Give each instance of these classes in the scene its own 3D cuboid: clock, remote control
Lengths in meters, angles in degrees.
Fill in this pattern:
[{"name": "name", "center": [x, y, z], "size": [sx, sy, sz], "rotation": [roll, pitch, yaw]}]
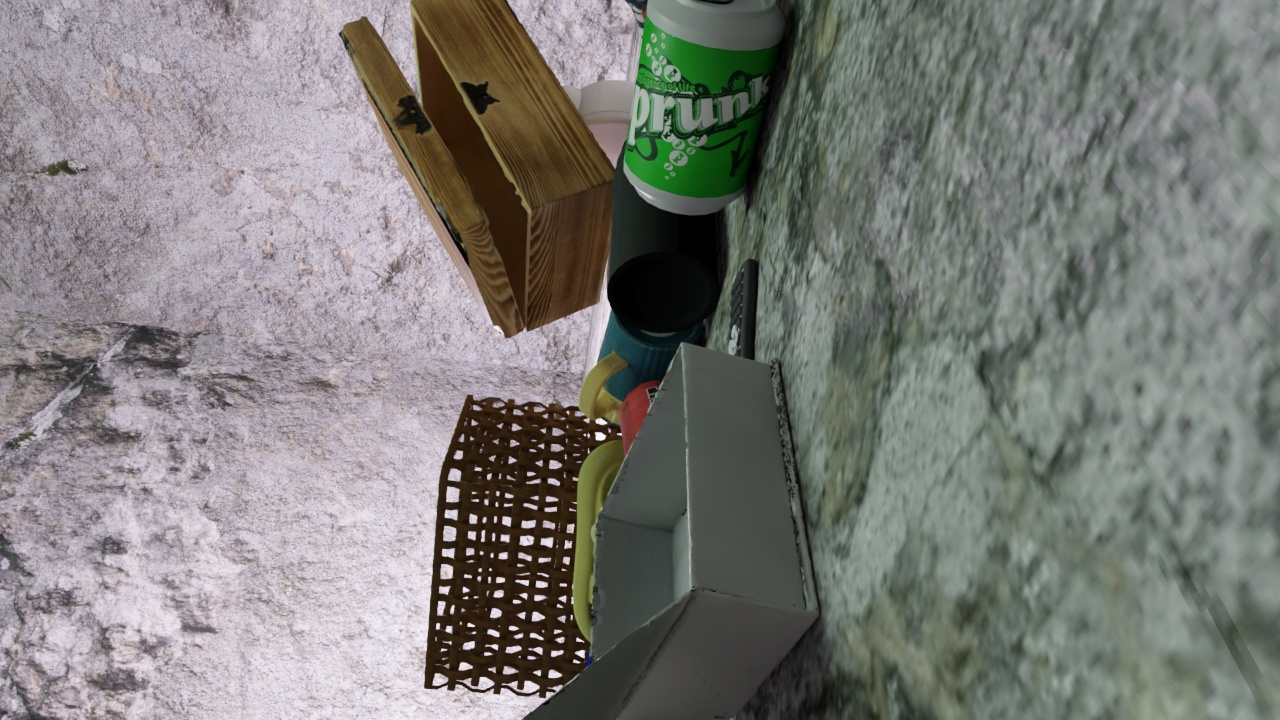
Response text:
[{"name": "clock", "center": [-0.028, -0.249, 1.000], "size": [0.126, 0.161, 0.072], "rotation": [106, 168, -62]}, {"name": "remote control", "center": [0.062, -0.002, 0.576], "size": [0.046, 0.009, 0.124], "rotation": [111, 164, -70]}]

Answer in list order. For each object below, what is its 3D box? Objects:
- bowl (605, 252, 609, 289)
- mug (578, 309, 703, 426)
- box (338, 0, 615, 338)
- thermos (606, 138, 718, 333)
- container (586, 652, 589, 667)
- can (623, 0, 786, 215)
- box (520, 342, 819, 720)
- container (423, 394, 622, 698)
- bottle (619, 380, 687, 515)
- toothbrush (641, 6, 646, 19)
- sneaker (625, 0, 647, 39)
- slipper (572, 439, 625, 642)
[{"name": "bowl", "center": [0.010, -0.141, 0.938], "size": [0.151, 0.075, 0.150], "rotation": [-175, 92, -85]}, {"name": "mug", "center": [-0.005, 0.005, 0.783], "size": [0.113, 0.083, 0.107], "rotation": [-33, -25, -35]}, {"name": "box", "center": [-0.161, -0.193, 0.952], "size": [0.279, 0.167, 0.245], "rotation": [57, 163, 19]}, {"name": "thermos", "center": [0.019, -0.124, 0.767], "size": [0.086, 0.086, 0.198], "rotation": [102, 172, -47]}, {"name": "container", "center": [-0.018, 0.306, 0.793], "size": [0.114, 0.058, 0.096], "rotation": [157, 119, -84]}, {"name": "can", "center": [0.039, -0.174, 0.606], "size": [0.087, 0.088, 0.140], "rotation": [-90, 8, -49]}, {"name": "box", "center": [-0.034, 0.183, 0.364], "size": [0.476, 0.119, 0.167], "rotation": [-55, -9, -51]}, {"name": "container", "center": [-0.106, 0.200, 1.013], "size": [0.219, 0.214, 0.252], "rotation": [-99, 16, -71]}, {"name": "bottle", "center": [0.019, 0.065, 0.671], "size": [0.176, 0.062, 0.062], "rotation": [-106, 23, -76]}, {"name": "toothbrush", "center": [0.034, -0.220, 0.692], "size": [0.016, 0.016, 0.189], "rotation": [-64, -19, 3]}, {"name": "sneaker", "center": [0.030, -0.277, 0.703], "size": [0.268, 0.103, 0.132], "rotation": [-58, -34, -63]}, {"name": "slipper", "center": [-0.006, 0.165, 0.804], "size": [0.082, 0.091, 0.190], "rotation": [9, 104, 45]}]
